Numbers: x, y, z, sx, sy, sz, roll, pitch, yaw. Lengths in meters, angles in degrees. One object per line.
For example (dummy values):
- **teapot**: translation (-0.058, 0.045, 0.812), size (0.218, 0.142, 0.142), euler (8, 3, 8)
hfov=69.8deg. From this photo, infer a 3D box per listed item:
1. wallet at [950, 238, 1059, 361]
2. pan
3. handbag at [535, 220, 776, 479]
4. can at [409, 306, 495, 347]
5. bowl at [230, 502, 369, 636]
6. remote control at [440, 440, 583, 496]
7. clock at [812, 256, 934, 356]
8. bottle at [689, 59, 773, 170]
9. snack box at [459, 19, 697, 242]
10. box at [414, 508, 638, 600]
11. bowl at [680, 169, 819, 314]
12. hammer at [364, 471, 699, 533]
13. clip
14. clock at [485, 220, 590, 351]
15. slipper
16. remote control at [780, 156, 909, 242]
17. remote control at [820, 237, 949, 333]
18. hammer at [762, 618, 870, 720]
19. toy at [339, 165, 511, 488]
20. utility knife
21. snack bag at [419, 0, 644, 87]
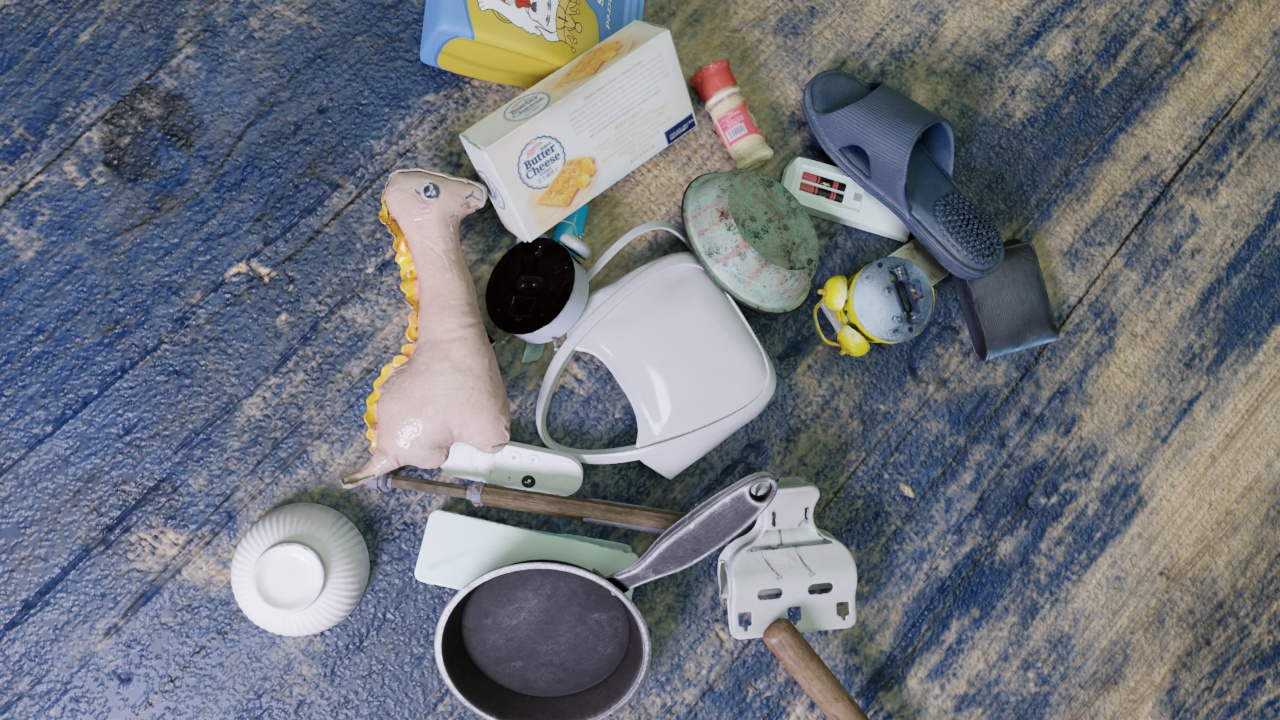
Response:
- **wallet**: translation (0.377, -0.064, 0.946), size (0.089, 0.026, 0.115), euler (-16, 89, -12)
- **pan**: translation (-0.025, 0.197, 0.777), size (0.357, 0.055, 0.187), euler (-42, 108, 16)
- **handbag**: translation (-0.005, 0.005, 0.868), size (0.223, 0.095, 0.216), euler (-31, 90, 2)
- **can**: translation (-0.174, -0.033, 0.851), size (0.080, 0.031, 0.031), euler (42, 80, -4)
- **bowl**: translation (-0.300, 0.185, 0.799), size (0.118, 0.062, 0.118), euler (1, 86, -9)
- **remote control**: translation (-0.120, 0.096, 0.849), size (0.136, 0.013, 0.043), euler (12, 110, -5)
- **clock**: translation (0.225, -0.052, 0.892), size (0.118, 0.057, 0.083), euler (-20, 90, -9)
- **bottle**: translation (0.091, -0.240, 0.905), size (0.044, 0.044, 0.109), euler (-27, 90, -10)
- **snack box**: translation (-0.052, -0.212, 0.839), size (0.207, 0.057, 0.104), euler (-38, 135, -14)
- **box**: translation (-0.102, 0.186, 0.840), size (0.199, 0.066, 0.083), euler (12, 103, -7)
- **bowl**: translation (0.113, -0.120, 0.860), size (0.157, 0.039, 0.157), euler (19, 54, -28)
- **hammer**: translation (-0.093, 0.126, 0.820), size (0.317, 0.147, 0.028), euler (8, 67, 2)
- **clip**: translation (0.135, 0.182, 0.876), size (0.126, 0.097, 0.152), euler (-4, 83, -11)
- **clock**: translation (-0.090, -0.073, 0.845), size (0.095, 0.035, 0.122), euler (8, 75, 30)
- **slipper**: translation (0.274, -0.197, 0.896), size (0.101, 0.083, 0.263), euler (-40, 87, -29)
- **remote control**: translation (0.211, -0.164, 0.927), size (0.143, 0.024, 0.049), euler (15, 83, -8)
- **remote control**: translation (0.249, -0.074, 0.933), size (0.135, 0.011, 0.050), euler (-33, 91, -10)
- **hammer**: translation (0.217, 0.364, 0.860), size (0.129, 0.040, 0.322), euler (-40, 101, -6)
- **toy**: translation (-0.200, -0.034, 0.800), size (0.196, 0.065, 0.264), euler (-18, 90, -11)
- **utility knife**: translation (-0.082, -0.082, 0.878), size (0.031, 0.015, 0.178), euler (16, 81, -5)
- **snack bag**: translation (-0.092, -0.340, 0.862), size (0.205, 0.102, 0.159), euler (8, 84, -23)
